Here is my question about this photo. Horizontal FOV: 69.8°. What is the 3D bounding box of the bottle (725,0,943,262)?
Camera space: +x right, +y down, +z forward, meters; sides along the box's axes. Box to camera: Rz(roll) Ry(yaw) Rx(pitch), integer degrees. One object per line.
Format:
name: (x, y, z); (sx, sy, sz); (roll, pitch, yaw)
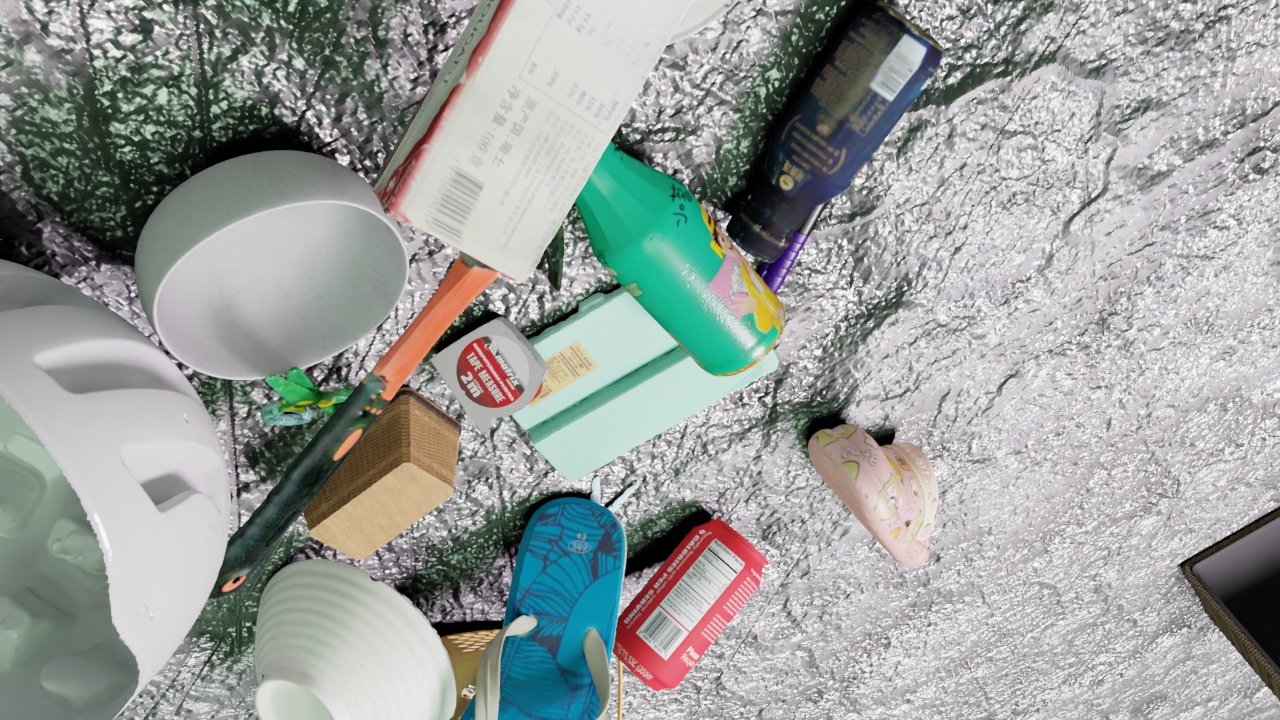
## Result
bottle: (0.111, -0.132, 0.550); (0.056, 0.056, 0.161); (18, 122, -32)

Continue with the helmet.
helmet: (-0.318, 0.062, 0.454); (0.224, 0.183, 0.283); (23, 142, 5)

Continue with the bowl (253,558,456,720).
bowl: (-0.231, 0.240, 0.676); (0.177, 0.070, 0.177); (8, 115, 19)

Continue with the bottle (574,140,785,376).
bottle: (0.005, -0.076, 0.544); (0.068, 0.068, 0.209); (-37, 123, 13)

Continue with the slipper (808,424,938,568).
slipper: (0.217, 0.111, 0.788); (0.081, 0.093, 0.197); (-40, 133, 1)

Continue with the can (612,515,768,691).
can: (0.040, 0.207, 0.783); (0.142, 0.074, 0.074); (-48, 133, -9)

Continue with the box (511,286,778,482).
box: (-0.004, 0.004, 0.651); (0.187, 0.033, 0.136); (-31, 139, 6)

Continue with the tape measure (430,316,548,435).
tape measure: (-0.096, 0.008, 0.601); (0.062, 0.020, 0.060); (-33, 95, 7)

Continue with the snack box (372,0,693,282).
snack box: (-0.019, -0.171, 0.408); (0.076, 0.044, 0.273); (27, 98, -31)

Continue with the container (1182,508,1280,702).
container: (0.840, 0.362, 1.092); (0.176, 0.320, 0.205); (-35, 139, 11)

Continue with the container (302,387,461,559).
container: (-0.178, 0.081, 0.626); (0.114, 0.061, 0.063); (-35, 133, 12)

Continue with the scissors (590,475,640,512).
scissors: (-0.032, 0.146, 0.776); (0.104, 0.015, 0.134); (27, 112, -32)

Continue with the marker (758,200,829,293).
marker: (0.111, -0.099, 0.607); (0.018, 0.015, 0.134); (13, 124, -19)

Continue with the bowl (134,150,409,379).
bowl: (-0.196, -0.056, 0.486); (0.131, 0.064, 0.132); (-27, 154, -15)

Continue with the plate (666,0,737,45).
plate: (-0.001, -0.230, 0.449); (0.157, 0.014, 0.157); (-11, 132, -12)

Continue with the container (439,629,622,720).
container: (-0.097, 0.324, 0.776); (0.167, 0.183, 0.129); (8, 171, -22)

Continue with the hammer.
hammer: (-0.166, 0.028, 0.546); (0.334, 0.033, 0.133); (-47, 162, 14)

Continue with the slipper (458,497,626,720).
slipper: (-0.074, 0.251, 0.695); (0.118, 0.060, 0.294); (18, 80, -14)

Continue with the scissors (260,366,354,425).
scissors: (-0.209, 0.022, 0.552); (0.070, 0.014, 0.130); (-13, 169, -5)
